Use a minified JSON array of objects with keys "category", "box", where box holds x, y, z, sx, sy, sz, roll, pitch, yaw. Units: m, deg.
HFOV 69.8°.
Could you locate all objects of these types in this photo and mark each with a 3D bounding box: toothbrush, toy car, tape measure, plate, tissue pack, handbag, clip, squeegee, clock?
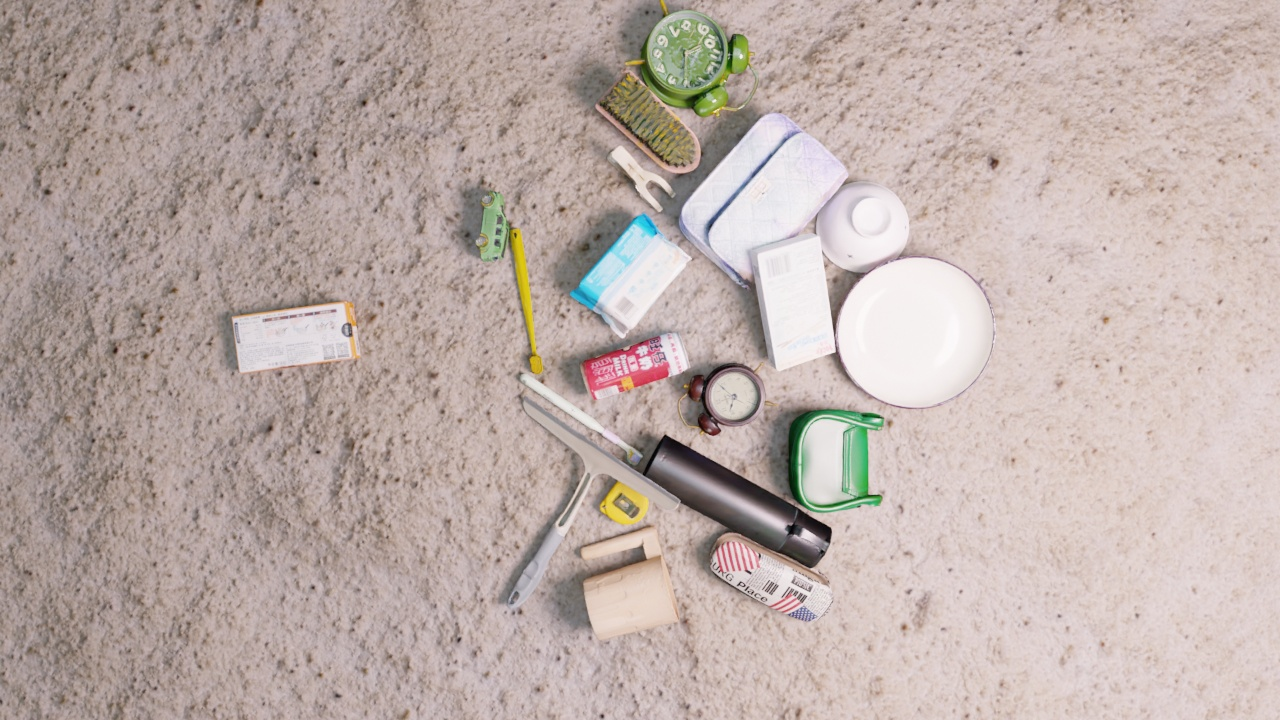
[{"category":"toothbrush","box":[-0.148,-0.076,1.182,0.016,0.016,0.190,-9,91,0]},{"category":"toy car","box":[-0.187,-0.170,1.169,0.036,0.043,0.091,4,92,3]},{"category":"tape measure","box":[-0.018,0.182,1.178,0.057,0.029,0.060,36,91,0]},{"category":"plate","box":[0.343,-0.035,1.154,0.192,0.039,0.192,1,96,10]},{"category":"tissue pack","box":[-0.011,-0.108,1.157,0.090,0.063,0.140,40,92,-1]},{"category":"handbag","box":[0.246,0.126,1.154,0.120,0.068,0.131,-1,91,0]},{"category":"toothbrush","box":[-0.077,0.074,1.183,0.189,0.029,0.020,36,49,1]},{"category":"clip","box":[0.001,-0.233,1.165,0.097,0.060,0.034,44,91,-11]},{"category":"squeegee","box":[-0.104,0.213,1.176,0.246,0.039,0.247,32,98,19]},{"category":"handbag","box":[0.148,-0.202,1.147,0.134,0.075,0.194,40,92,-2]},{"category":"clock","box":[0.072,-0.373,1.156,0.161,0.056,0.116,29,92,0]},{"category":"clock","box":[0.107,0.049,1.161,0.122,0.055,0.082,-18,91,3]}]

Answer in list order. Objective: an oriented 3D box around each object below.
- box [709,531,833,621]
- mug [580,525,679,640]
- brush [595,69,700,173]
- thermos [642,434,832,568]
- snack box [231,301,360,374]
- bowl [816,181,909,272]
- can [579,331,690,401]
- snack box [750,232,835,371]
[{"category":"box","box":[0.163,0.279,1.154,0.163,0.077,0.075,28,96,-2]},{"category":"mug","box":[-0.016,0.282,1.161,0.103,0.084,0.124,-16,66,2]},{"category":"brush","box":[0.017,-0.292,1.151,0.145,0.073,0.063,42,91,-4]},{"category":"thermos","box":[0.123,0.176,1.147,0.242,0.090,0.068,27,74,1]},{"category":"snack box","box":[-0.444,-0.029,1.183,0.154,0.026,0.075,-8,91,1]},{"category":"bowl","box":[0.284,-0.173,1.148,0.118,0.065,0.118,0,87,3]},{"category":"can","box":[-0.007,0.007,1.163,0.133,0.053,0.053,-18,90,1]},{"category":"snack box","box":[0.190,-0.072,1.138,0.084,0.027,0.157,-18,113,-11]}]
